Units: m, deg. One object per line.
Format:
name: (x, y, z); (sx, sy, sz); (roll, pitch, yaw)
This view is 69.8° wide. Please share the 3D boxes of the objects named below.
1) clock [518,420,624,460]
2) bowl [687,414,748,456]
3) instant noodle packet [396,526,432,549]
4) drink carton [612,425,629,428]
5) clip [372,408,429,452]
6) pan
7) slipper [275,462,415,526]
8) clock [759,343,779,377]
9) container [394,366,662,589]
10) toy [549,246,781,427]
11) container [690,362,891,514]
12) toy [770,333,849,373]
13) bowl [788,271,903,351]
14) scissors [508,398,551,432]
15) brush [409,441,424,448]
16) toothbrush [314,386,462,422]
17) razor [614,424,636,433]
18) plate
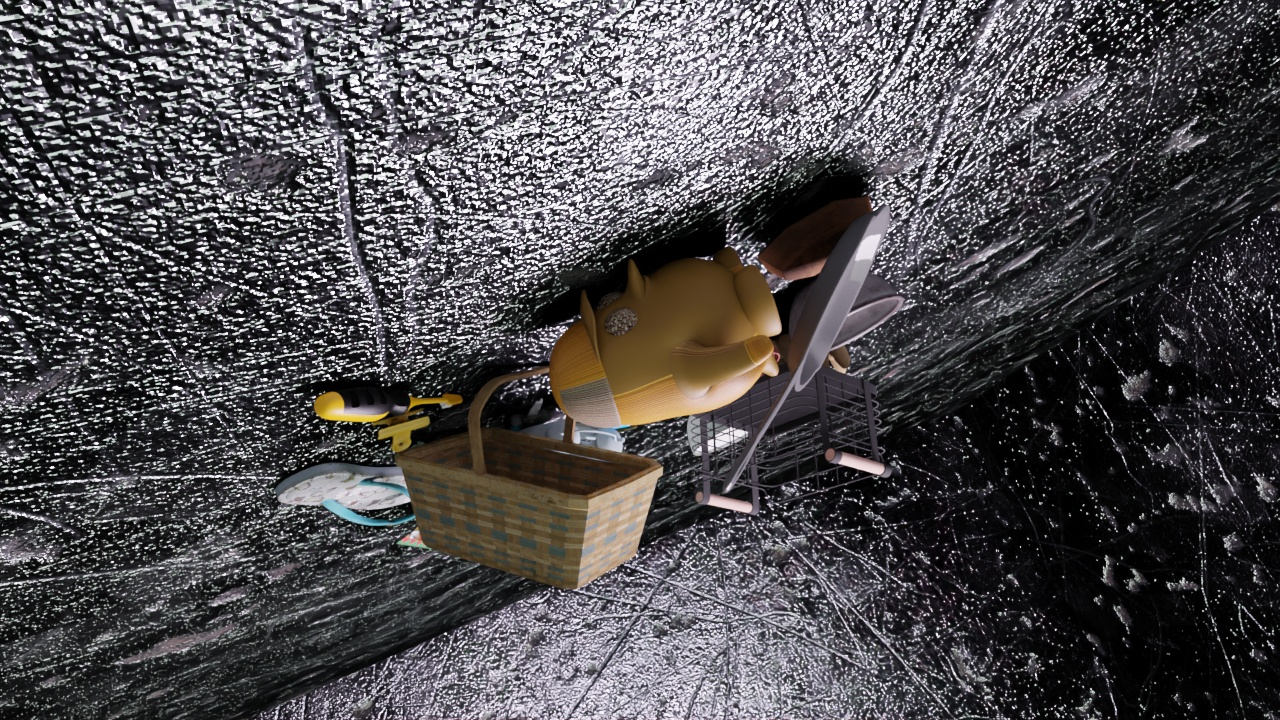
clock: (-0.087, 0.108, 1.073); (0.122, 0.045, 0.160); (11, 152, -30)
bowl: (0.136, 0.082, 1.416); (0.153, 0.073, 0.153); (-24, 165, -7)
instant noodle packet: (-0.180, 0.192, 1.245); (0.253, 0.090, 0.195); (-31, 161, 3)
drink carton: (-0.038, 0.039, 1.032); (0.038, 0.044, 0.129); (-10, 154, 3)
clip: (-0.239, 0.063, 0.902); (0.052, 0.039, 0.048); (-18, 158, -30)
pan: (0.152, -0.019, 0.843); (0.353, 0.024, 0.217); (-54, 162, -32)
slipper: (-0.301, 0.157, 1.029); (0.098, 0.054, 0.268); (-28, 163, 16)
clock: (0.091, -0.003, 1.079); (0.120, 0.072, 0.158); (-22, 163, -13)
container: (-0.115, 0.103, 0.932); (0.250, 0.186, 0.157); (8, -168, 32)
toy: (0.012, -0.017, 0.825); (0.203, 0.162, 0.198); (-22, -156, -3)
container: (0.190, 0.108, 1.203); (0.162, 0.130, 0.242); (17, 150, -36)
toy: (0.225, -0.004, 1.254); (0.108, 0.105, 0.134); (-16, 169, 5)
bowl: (0.237, -0.066, 1.113); (0.145, 0.067, 0.145); (-24, 164, -7)
scissors: (-0.129, 0.075, 1.084); (0.129, 0.019, 0.137); (-24, 158, 20)
brush: (-0.201, 0.141, 1.078); (0.033, 0.012, 0.217); (-29, 145, 13)
toothbrush: (-0.218, 0.038, 0.823); (0.031, 0.031, 0.196); (-38, 166, 19)
razor: (-0.008, 0.064, 1.236); (0.042, 0.026, 0.106); (-12, 155, -33)
plate: (0.186, -0.120, 0.939); (0.131, 0.025, 0.131); (-24, 164, -7)
